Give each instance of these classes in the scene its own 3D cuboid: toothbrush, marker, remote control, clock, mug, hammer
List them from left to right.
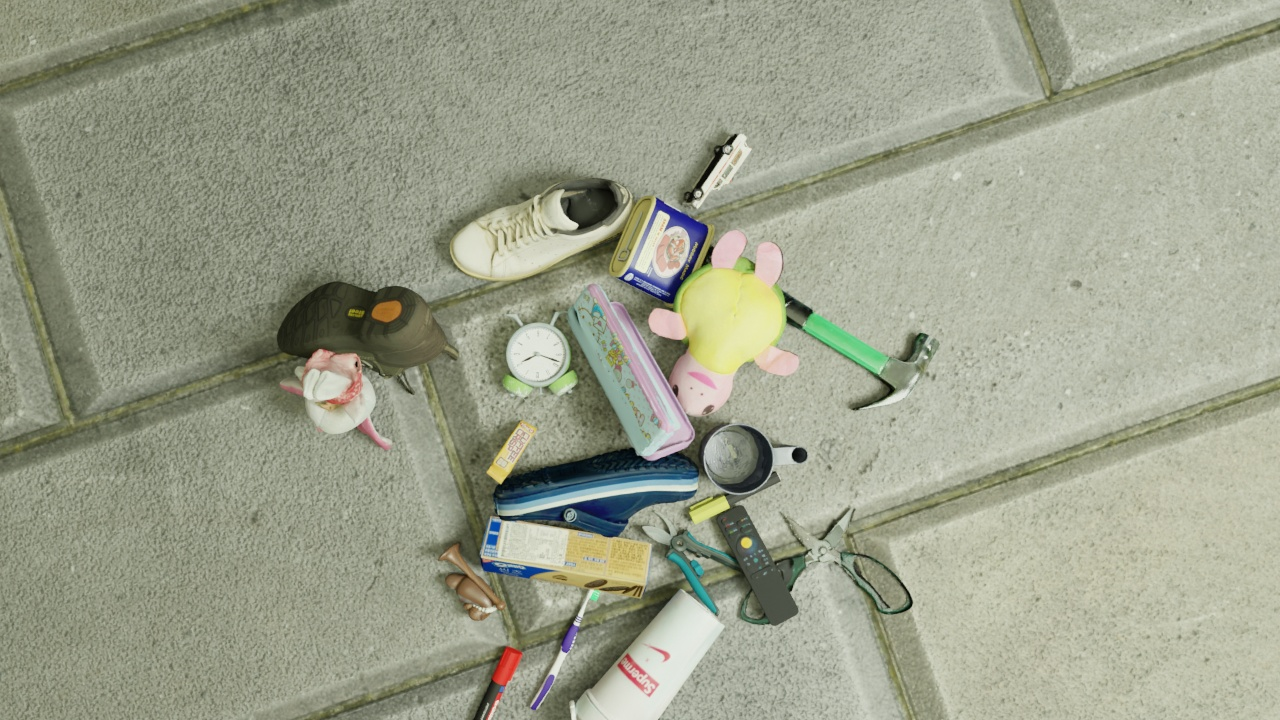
[{"bbox_3d":[-0.189,0.430,1.149,0.023,0.021,0.145,26,87,-22],"label":"marker"},{"bbox_3d":[-0.127,0.000,1.157,0.094,0.042,0.119,-2,87,0],"label":"clock"},{"bbox_3d":[-0.091,0.356,1.157,0.016,0.015,0.186,27,88,-5],"label":"toothbrush"},{"bbox_3d":[0.120,0.172,1.167,0.124,0.017,0.021,-25,56,-3],"label":"marker"},{"bbox_3d":[0.134,0.116,1.126,0.124,0.104,0.084,-5,87,-2],"label":"mug"},{"bbox_3d":[0.146,0.256,1.152,0.041,0.020,0.152,-27,82,-3],"label":"remote control"},{"bbox_3d":[0.214,-0.050,1.172,0.319,0.032,0.130,32,88,1],"label":"hammer"}]

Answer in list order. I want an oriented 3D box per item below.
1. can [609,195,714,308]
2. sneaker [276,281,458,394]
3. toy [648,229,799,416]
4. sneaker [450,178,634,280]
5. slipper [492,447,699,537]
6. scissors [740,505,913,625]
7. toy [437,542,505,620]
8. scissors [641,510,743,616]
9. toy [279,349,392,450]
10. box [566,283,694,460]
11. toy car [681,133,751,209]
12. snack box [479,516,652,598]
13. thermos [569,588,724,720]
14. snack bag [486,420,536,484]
[{"bbox_3d":[0.025,-0.136,1.141,0.092,0.056,0.116,24,87,-26],"label":"can"},{"bbox_3d":[-0.325,-0.027,1.138,0.238,0.143,0.100,0,63,30],"label":"sneaker"},{"bbox_3d":[0.103,-0.038,1.124,0.190,0.087,0.238,16,102,-6],"label":"toy"},{"bbox_3d":[-0.121,-0.165,1.134,0.241,0.102,0.089,-19,88,-2],"label":"sneaker"},{"bbox_3d":[-0.052,0.168,1.126,0.253,0.105,0.095,-8,97,0],"label":"slipper"},{"bbox_3d":[0.237,0.286,1.166,0.201,0.015,0.201,39,90,1],"label":"scissors"},{"bbox_3d":[-0.212,0.282,1.144,0.102,0.041,0.055,43,126,10],"label":"toy"},{"bbox_3d":[0.074,0.250,1.152,0.124,0.019,0.155,-6,60,-26],"label":"scissors"},{"bbox_3d":[-0.359,0.042,1.082,0.159,0.195,0.084,34,70,-3],"label":"toy"},{"bbox_3d":[-0.008,0.006,1.093,0.089,0.093,0.214,-18,67,-27],"label":"box"},{"bbox_3d":[0.099,-0.238,1.176,0.039,0.039,0.113,34,88,-21],"label":"toy car"},{"bbox_3d":[-0.092,0.244,1.135,0.207,0.057,0.056,10,60,0],"label":"snack box"},{"bbox_3d":[0.005,0.386,1.123,0.099,0.099,0.220,40,83,1],"label":"thermos"},{"bbox_3d":[-0.158,0.111,1.138,0.026,0.020,0.099,35,45,-4],"label":"snack bag"}]
